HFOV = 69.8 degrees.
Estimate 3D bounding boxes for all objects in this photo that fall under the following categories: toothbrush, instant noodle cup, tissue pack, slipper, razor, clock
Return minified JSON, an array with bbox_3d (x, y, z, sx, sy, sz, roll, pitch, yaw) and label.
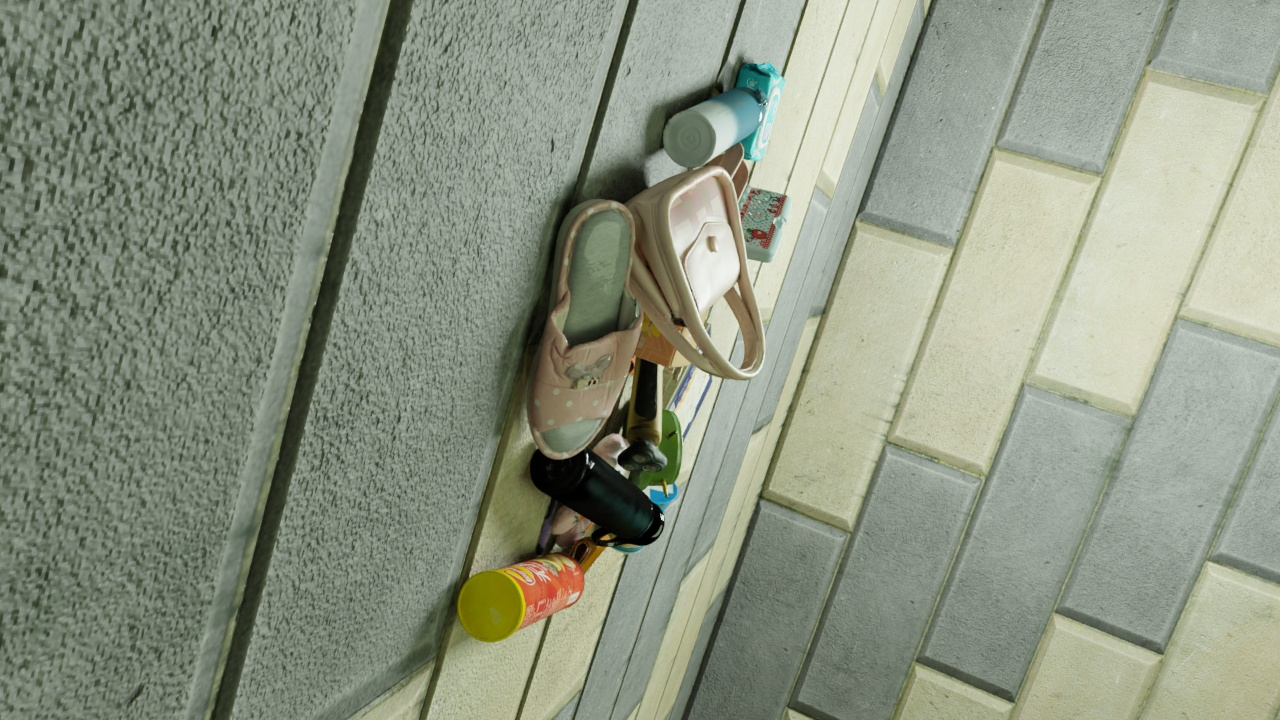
[{"bbox_3d":[-0.095,0.147,1.096,0.016,0.014,0.189,-103,-149,-78],"label":"toothbrush"},{"bbox_3d":[-0.011,0.217,1.329,0.099,0.099,0.110,-40,155,-61],"label":"instant noodle cup"},{"bbox_3d":[0.156,-0.342,1.259,0.093,0.050,0.134,-31,139,-64],"label":"tissue pack"},{"bbox_3d":[-0.050,-0.021,0.898,0.114,0.054,0.275,-7,118,-38],"label":"slipper"},{"bbox_3d":[0.007,0.054,1.135,0.067,0.062,0.167,74,20,-82],"label":"razor"},{"bbox_3d":[0.010,0.113,1.250,0.161,0.056,0.116,-135,-130,-67],"label":"clock"}]

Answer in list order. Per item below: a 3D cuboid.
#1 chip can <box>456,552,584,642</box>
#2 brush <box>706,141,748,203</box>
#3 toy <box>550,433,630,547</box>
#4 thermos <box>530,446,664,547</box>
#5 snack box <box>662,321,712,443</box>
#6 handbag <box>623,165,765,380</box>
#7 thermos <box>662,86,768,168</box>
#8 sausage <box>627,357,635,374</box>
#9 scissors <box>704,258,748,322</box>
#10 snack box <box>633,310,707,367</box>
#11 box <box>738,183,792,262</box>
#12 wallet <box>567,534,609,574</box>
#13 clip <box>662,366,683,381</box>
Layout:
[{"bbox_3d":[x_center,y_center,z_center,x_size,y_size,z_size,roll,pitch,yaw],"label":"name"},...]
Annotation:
[{"bbox_3d":[-0.125,0.257,1.018,0.216,0.073,0.073,23,88,-74],"label":"chip can"},{"bbox_3d":[0.101,-0.218,1.202,0.073,0.063,0.145,101,14,-64],"label":"brush"},{"bbox_3d":[-0.059,0.167,1.172,0.159,0.054,0.121,-55,159,-21],"label":"toy"},{"bbox_3d":[-0.050,0.167,1.072,0.090,0.068,0.242,-40,145,0],"label":"thermos"},{"bbox_3d":[0.058,0.052,1.426,0.183,0.046,0.177,82,32,-59],"label":"snack box"},{"bbox_3d":[0.068,-0.084,0.993,0.234,0.094,0.192,63,34,-10],"label":"handbag"},{"bbox_3d":[0.096,-0.287,1.102,0.219,0.070,0.070,-45,151,-56],"label":"thermos"},{"bbox_3d":[-0.007,0.007,1.196,0.165,0.021,0.021,0,109,-73],"label":"sausage"},{"bbox_3d":[0.131,-0.140,1.425,0.163,0.012,0.162,-45,-149,44],"label":"scissors"},{"bbox_3d":[0.016,-0.043,1.077,0.092,0.094,0.077,-3,112,-73],"label":"snack box"},{"bbox_3d":[0.151,-0.170,1.310,0.200,0.100,0.095,-65,167,-51],"label":"box"},{"bbox_3d":[-0.090,0.277,1.189,0.119,0.035,0.130,-50,169,0],"label":"wallet"},{"bbox_3d":[0.043,-0.025,1.226,0.086,0.035,0.104,-7,114,-71],"label":"clip"}]
